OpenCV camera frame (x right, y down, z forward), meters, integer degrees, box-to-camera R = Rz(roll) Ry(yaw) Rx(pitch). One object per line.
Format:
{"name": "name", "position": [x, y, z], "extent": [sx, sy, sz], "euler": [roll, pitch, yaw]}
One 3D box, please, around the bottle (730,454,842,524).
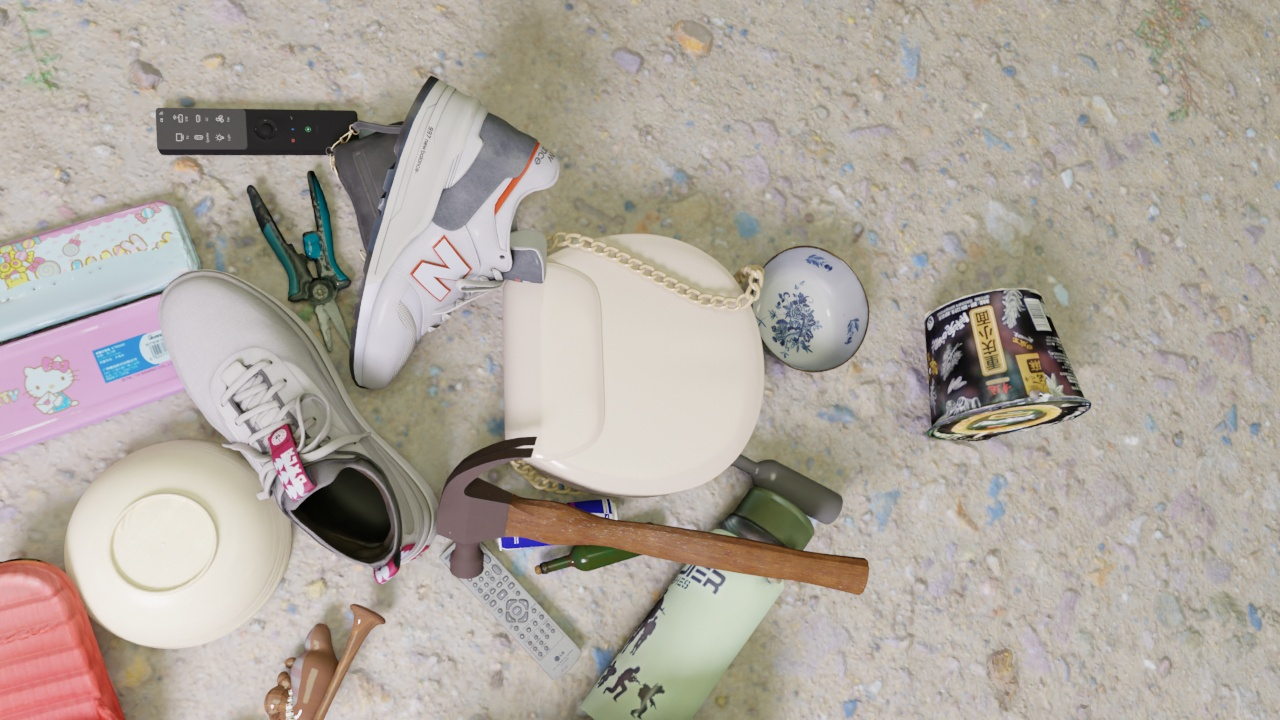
{"name": "bottle", "position": [0.121, 0.106, 0.792], "extent": [0.113, 0.030, 0.030], "euler": [28, 74, -18]}

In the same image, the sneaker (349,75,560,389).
{"name": "sneaker", "position": [-0.132, -0.074, 0.678], "extent": [0.124, 0.088, 0.240], "euler": [15, 111, -8]}

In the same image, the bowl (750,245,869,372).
{"name": "bowl", "position": [0.144, -0.042, 0.824], "extent": [0.114, 0.045, 0.114], "euler": [3, 80, -16]}

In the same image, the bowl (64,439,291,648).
{"name": "bowl", "position": [-0.326, 0.127, 0.640], "extent": [0.150, 0.075, 0.150], "euler": [3, 80, -16]}

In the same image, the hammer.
{"name": "hammer", "position": [0.010, 0.133, 0.687], "extent": [0.323, 0.033, 0.115], "euler": [11, 112, -3]}

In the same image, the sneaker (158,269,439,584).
{"name": "sneaker", "position": [-0.242, 0.049, 0.632], "extent": [0.096, 0.129, 0.263], "euler": [-39, 98, -6]}

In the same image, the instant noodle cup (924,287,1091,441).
{"name": "instant noodle cup", "position": [0.321, 0.003, 0.830], "extent": [0.137, 0.137, 0.112], "euler": [0, 71, -17]}

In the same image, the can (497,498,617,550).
{"name": "can", "position": [-0.067, 0.130, 0.730], "extent": [0.095, 0.032, 0.032], "euler": [-4, 82, -8]}

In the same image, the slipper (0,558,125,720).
{"name": "slipper", "position": [-0.385, 0.253, 0.586], "extent": [0.103, 0.059, 0.249], "euler": [-9, 97, -13]}

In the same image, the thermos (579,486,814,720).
{"name": "thermos", "position": [0.054, 0.206, 0.734], "extent": [0.082, 0.082, 0.231], "euler": [43, 72, -6]}

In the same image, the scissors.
{"name": "scissors", "position": [-0.262, -0.085, 0.725], "extent": [0.123, 0.019, 0.148], "euler": [21, 77, -13]}

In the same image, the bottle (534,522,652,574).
{"name": "bottle", "position": [-0.035, 0.156, 0.747], "extent": [0.106, 0.025, 0.025], "euler": [-13, 84, -18]}

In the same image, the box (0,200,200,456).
{"name": "box", "position": [-0.422, -0.023, 0.663], "extent": [0.213, 0.035, 0.151], "euler": [-23, 84, -19]}

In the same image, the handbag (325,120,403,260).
{"name": "handbag", "position": [-0.199, -0.132, 0.734], "extent": [0.079, 0.054, 0.128], "euler": [-21, 92, -13]}

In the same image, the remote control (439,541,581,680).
{"name": "remote control", "position": [-0.101, 0.194, 0.726], "extent": [0.033, 0.013, 0.136], "euler": [-43, 94, -18]}

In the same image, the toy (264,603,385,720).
{"name": "toy", "position": [-0.233, 0.225, 0.667], "extent": [0.055, 0.041, 0.101], "euler": [9, 63, 24]}

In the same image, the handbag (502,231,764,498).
{"name": "handbag", "position": [-0.005, 0.004, 0.742], "extent": [0.208, 0.103, 0.210], "euler": [0, 79, -13]}

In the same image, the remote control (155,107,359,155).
{"name": "remote control", "position": [-0.303, -0.183, 0.733], "extent": [0.150, 0.013, 0.034], "euler": [-4, 82, -17]}
